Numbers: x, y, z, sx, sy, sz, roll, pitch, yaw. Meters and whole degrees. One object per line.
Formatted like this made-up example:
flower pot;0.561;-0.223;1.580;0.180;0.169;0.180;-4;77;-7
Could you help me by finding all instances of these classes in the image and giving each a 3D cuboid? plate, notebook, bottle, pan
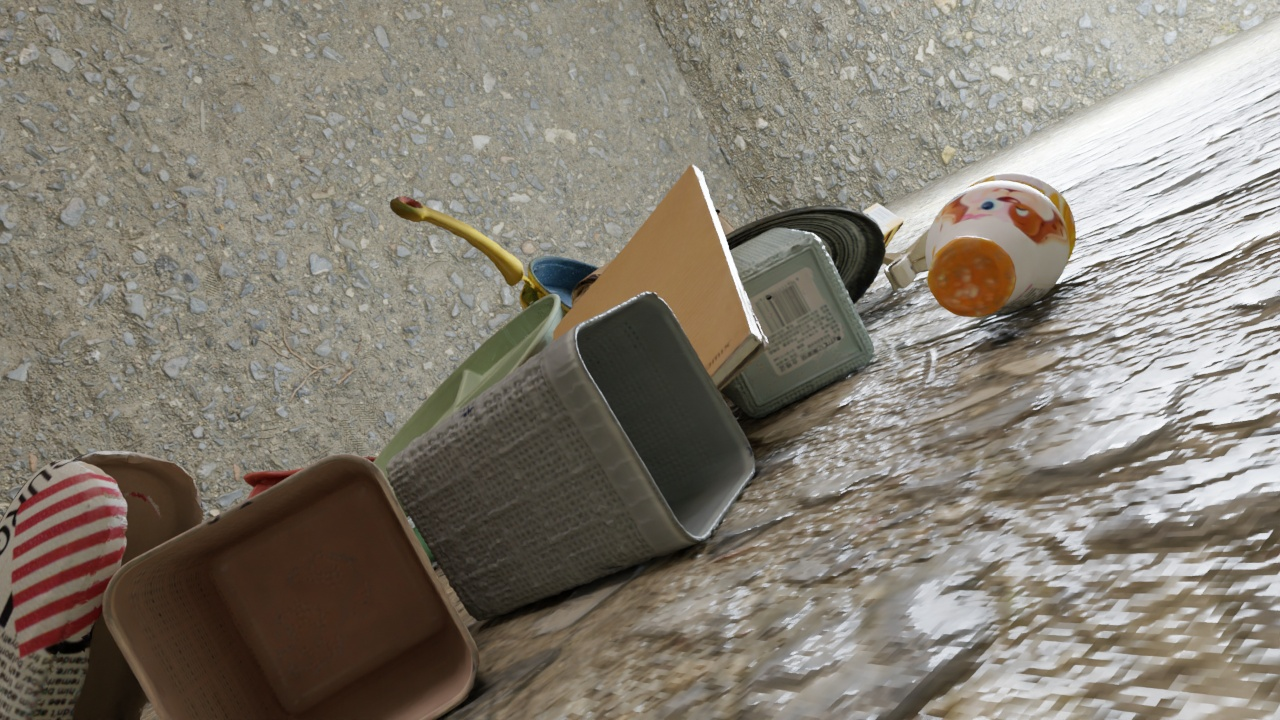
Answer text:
plate;-0.135;0.039;0.684;0.230;0.027;0.230;-42;14;13
notebook;-0.004;-0.013;0.506;0.150;0.012;0.211;-47;24;22
bottle;0.165;-0.051;0.429;0.063;0.063;0.108;-26;4;36
pan;-0.085;-0.074;0.891;0.356;0.197;0.078;13;-68;-36
plate;0.089;-0.055;0.663;0.179;0.024;0.180;-16;-30;-9

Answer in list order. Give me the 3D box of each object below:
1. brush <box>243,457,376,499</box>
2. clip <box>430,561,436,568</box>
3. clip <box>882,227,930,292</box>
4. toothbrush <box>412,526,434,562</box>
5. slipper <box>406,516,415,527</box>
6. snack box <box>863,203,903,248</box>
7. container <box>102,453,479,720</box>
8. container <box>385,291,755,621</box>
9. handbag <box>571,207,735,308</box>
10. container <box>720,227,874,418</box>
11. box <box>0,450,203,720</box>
brush;-0.265;0.119;0.788;0.145;0.069;0.063;1;-37;-41
clip;-0.153;0.136;0.565;0.056;0.028;0.024;-39;6;-29
clip;0.218;-0.081;0.715;0.098;0.035;0.099;-27;3;5
toothbrush;-0.172;0.138;0.587;0.224;0.026;0.027;-30;25;-27
slipper;-0.290;0.175;0.691;0.274;0.054;0.114;-18;7;-4
snack box;0.169;-0.078;0.774;0.140;0.034;0.087;-29;-27;-54
container;-0.118;0.092;0.335;0.090;0.090;0.111;-29;0;-15
container;-0.030;0.043;0.380;0.115;0.090;0.090;-30;1;27
handbag;0.017;-0.034;0.769;0.203;0.100;0.148;-42;-32;-42
container;0.076;-0.023;0.539;0.090;0.090;0.111;-28;7;3
box;-0.198;0.115;0.316;0.075;0.162;0.086;22;-5;-40
